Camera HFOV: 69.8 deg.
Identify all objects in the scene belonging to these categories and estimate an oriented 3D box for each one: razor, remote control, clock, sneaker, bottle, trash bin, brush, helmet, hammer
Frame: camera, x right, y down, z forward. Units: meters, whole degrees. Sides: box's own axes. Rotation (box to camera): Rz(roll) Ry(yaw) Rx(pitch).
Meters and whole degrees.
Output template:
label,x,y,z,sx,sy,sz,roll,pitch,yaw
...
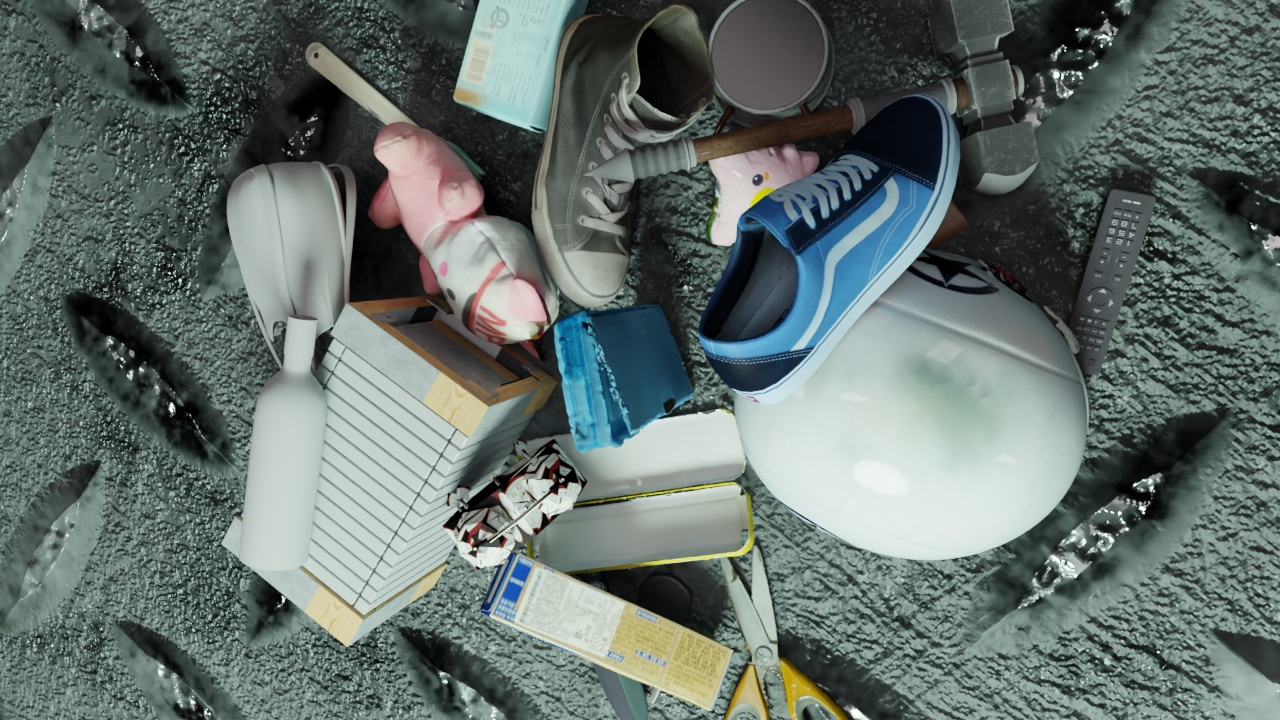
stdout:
label,x,y,z,sx,sy,sz,roll,pitch,yaw
razor,-0.029,0.255,0.813,0.052,0.047,0.143,-26,85,53
remote control,0.010,0.249,0.824,0.046,0.009,0.124,20,102,14
clock,-0.104,0.110,0.734,0.114,0.155,0.065,-38,94,-9
sneaker,0.120,-0.088,0.582,0.083,0.098,0.241,30,80,40
remote control,0.345,-0.058,0.683,0.032,0.015,0.136,15,103,14
clock,0.099,-0.248,0.711,0.104,0.056,0.148,1,98,8
bottle,-0.274,0.062,0.713,0.052,0.052,0.195,13,100,15
sneaker,-0.013,-0.156,0.717,0.120,0.095,0.235,14,95,53
trash bin,-0.214,0.087,0.802,0.142,0.142,0.247,35,105,10
brush,-0.228,-0.224,0.838,0.217,0.012,0.033,39,106,11
helmet,0.195,0.039,0.660,0.264,0.163,0.237,27,106,8
hammer,0.119,-0.169,0.666,0.322,0.043,0.156,-13,93,-3

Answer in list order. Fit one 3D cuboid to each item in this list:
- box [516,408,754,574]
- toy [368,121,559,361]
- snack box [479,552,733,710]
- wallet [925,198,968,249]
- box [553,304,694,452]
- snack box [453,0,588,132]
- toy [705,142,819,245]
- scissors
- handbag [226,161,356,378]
label,x,y,z,sx,sy,sz,roll,pitch,yaw
box,-0.008,0.117,0.801,0.210,0.038,0.129,-11,80,19
toy,-0.144,-0.095,0.775,0.213,0.084,0.142,50,150,8
snack box,-0.029,0.224,0.763,0.206,0.057,0.056,27,74,-12
wallet,0.183,-0.107,0.726,0.121,0.013,0.087,-35,91,18
box,-0.003,0.004,0.683,0.048,0.231,0.093,-7,92,14
snack box,-0.092,-0.286,0.767,0.075,0.053,0.175,21,104,13
toy,0.094,-0.137,0.724,0.093,0.050,0.103,-7,139,-4
scissors,0.101,0.274,0.797,0.162,0.016,0.225,-28,88,18
handbag,-0.303,-0.059,0.824,0.216,0.095,0.223,5,104,56
